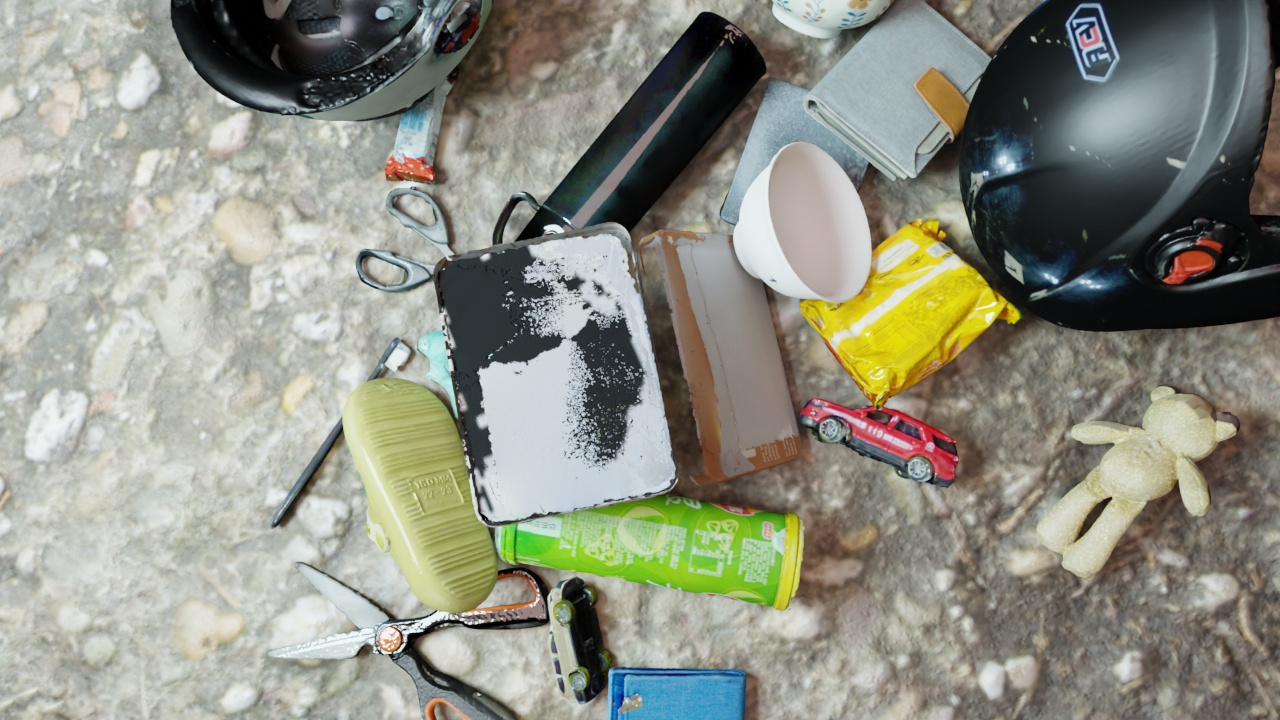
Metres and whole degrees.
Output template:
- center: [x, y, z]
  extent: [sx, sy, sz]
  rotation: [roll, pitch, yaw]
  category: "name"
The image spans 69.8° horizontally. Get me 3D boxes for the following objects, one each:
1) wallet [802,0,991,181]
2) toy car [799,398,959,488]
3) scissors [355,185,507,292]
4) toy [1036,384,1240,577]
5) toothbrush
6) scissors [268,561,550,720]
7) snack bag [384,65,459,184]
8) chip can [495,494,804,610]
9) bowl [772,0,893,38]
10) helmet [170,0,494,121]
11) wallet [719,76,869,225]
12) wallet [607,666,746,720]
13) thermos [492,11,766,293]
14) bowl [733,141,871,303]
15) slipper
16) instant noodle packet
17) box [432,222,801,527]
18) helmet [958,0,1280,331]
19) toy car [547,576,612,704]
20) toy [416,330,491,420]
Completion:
- center: [0.203, -0.207, 0.693]
  extent: [0.106, 0.037, 0.129]
  rotation: [41, 74, 7]
  category: "wallet"
- center: [0.177, 0.056, 0.681]
  extent: [0.120, 0.053, 0.045]
  rotation: [21, 86, 3]
  category: "toy car"
- center: [-0.148, -0.071, 0.735]
  extent: [0.166, 0.014, 0.163]
  rotation: [-21, 87, 1]
  category: "scissors"
- center: [0.356, 0.089, 0.665]
  extent: [0.157, 0.066, 0.105]
  rotation: [-49, 42, 3]
  category: "toy"
- center: [-0.240, 0.059, 0.729]
  extent: [0.018, 0.015, 0.181]
  rotation: [36, 88, -3]
  category: "toothbrush"
- center: [-0.168, 0.217, 0.712]
  extent: [0.225, 0.022, 0.221]
  rotation: [-38, 79, -1]
  category: "scissors"
- center: [-0.177, -0.192, 0.737]
  extent: [0.045, 0.026, 0.105]
  rotation: [10, 85, 13]
  category: "snack bag"
- center: [0.005, 0.131, 0.677]
  extent: [0.221, 0.072, 0.072]
  rotation: [9, 86, 4]
  category: "chip can"
- center: [0.136, -0.284, 0.693]
  extent: [0.113, 0.113, 0.062]
  rotation: [26, 129, 6]
  category: "bowl"
- center: [-0.203, -0.293, 0.682]
  extent: [0.230, 0.157, 0.274]
  rotation: [20, 90, 10]
  category: "helmet"
- center: [0.126, -0.151, 0.718]
  extent: [0.097, 0.019, 0.121]
  rotation: [20, 89, 7]
  category: "wallet"
- center: [0.024, 0.297, 0.681]
  extent: [0.106, 0.040, 0.133]
  rotation: [2, 86, -4]
  category: "wallet"
- center: [-0.016, -0.158, 0.701]
  extent: [0.090, 0.068, 0.242]
  rotation: [41, 88, 11]
  category: "thermos"
- center: [0.108, -0.092, 0.670]
  extent: [0.065, 0.118, 0.118]
  rotation: [-17, 83, 46]
  category: "bowl"
- center: [-0.175, 0.105, 0.683]
  extent: [0.082, 0.091, 0.190]
  rotation: [-38, 68, 30]
  category: "slipper"
- center: [0.196, -0.037, 0.678]
  extent: [0.128, 0.044, 0.110]
  rotation: [-33, 60, 0]
  category: "instant noodle packet"
- center: [0.000, 0.003, 0.625]
  extent: [0.272, 0.130, 0.179]
  rotation: [-9, 83, -26]
  category: "box"
- center: [0.319, -0.136, 0.581]
  extent: [0.231, 0.274, 0.233]
  rotation: [-12, 60, 28]
  category: "helmet"
- center: [-0.050, 0.209, 0.689]
  extent: [0.035, 0.042, 0.090]
  rotation: [-10, 91, 25]
  category: "toy car"
- center: [-0.130, -0.003, 0.719]
  extent: [0.092, 0.030, 0.096]
  rotation: [-11, 92, 11]
  category: "toy"
